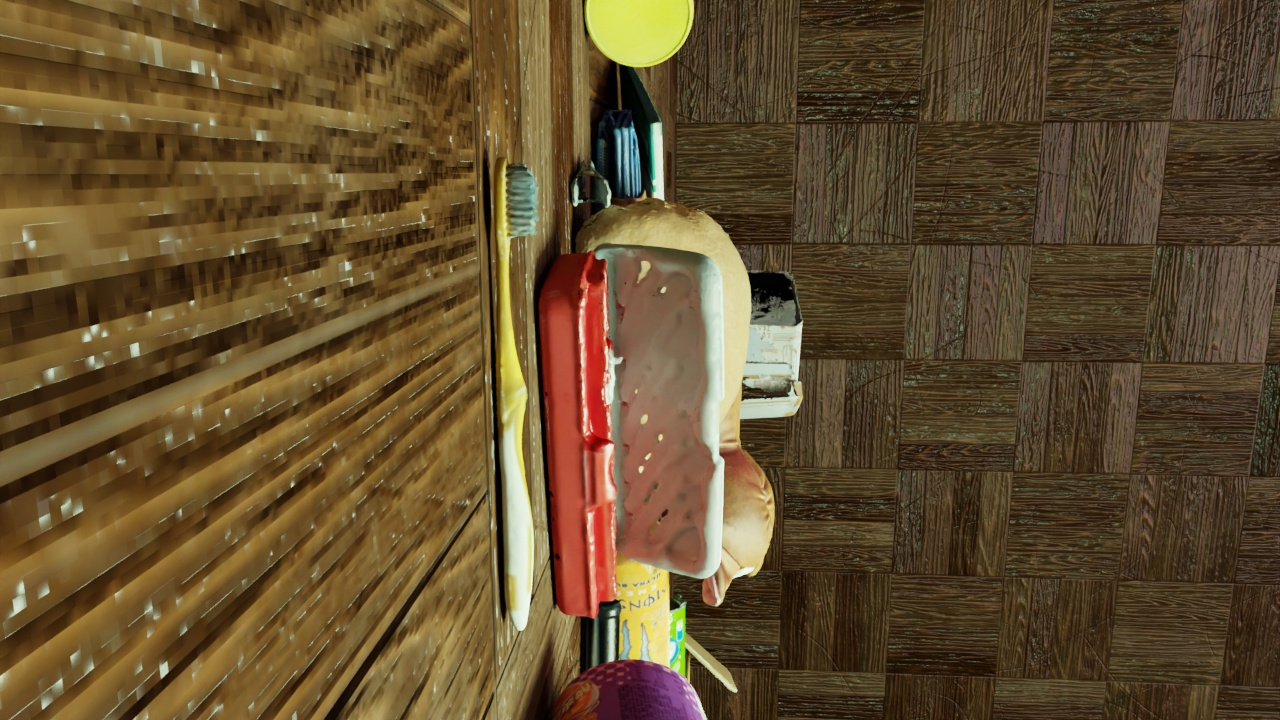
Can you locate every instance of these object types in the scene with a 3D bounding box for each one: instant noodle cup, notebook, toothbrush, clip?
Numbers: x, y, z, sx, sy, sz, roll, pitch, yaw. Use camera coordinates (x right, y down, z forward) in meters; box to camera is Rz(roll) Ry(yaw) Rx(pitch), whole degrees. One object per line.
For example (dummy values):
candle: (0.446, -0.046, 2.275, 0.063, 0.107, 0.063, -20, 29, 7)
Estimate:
instant noodle cup: (-0.005, 0.212, 0.457, 0.099, 0.111, 0.112, -108, -164, -71)
notebook: (0.039, 0.283, 0.951, 0.008, 0.148, 0.208, -48, 168, -9)
toothbrush: (-0.047, 0.019, 0.358, 0.016, 0.018, 0.191, -66, 157, -76)
notebook: (0.000, -0.162, 0.773, 0.208, 0.012, 0.151, -105, -170, -56)
toothbrush: (-0.028, 0.272, 0.632, 0.026, 0.027, 0.212, 0, 90, -45)
clip: (-0.030, -0.110, 0.572, 0.056, 0.028, 0.024, -106, -164, -68)

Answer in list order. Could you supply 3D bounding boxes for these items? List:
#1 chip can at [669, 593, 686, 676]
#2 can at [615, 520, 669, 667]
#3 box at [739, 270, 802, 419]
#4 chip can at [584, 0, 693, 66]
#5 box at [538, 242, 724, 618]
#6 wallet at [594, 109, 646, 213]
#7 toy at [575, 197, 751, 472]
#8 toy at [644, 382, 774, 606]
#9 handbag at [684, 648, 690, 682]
chip can: (0.004, 0.322, 0.797, 0.072, 0.072, 0.236, -28, 118, -85)
can: (-0.007, 0.186, 0.686, 0.058, 0.058, 0.146, -83, 172, -59)
box: (0.073, 0.013, 0.933, 0.150, 0.182, 0.168, -82, 172, -58)
chip can: (0.005, -0.286, 0.679, 0.210, 0.071, 0.071, -84, 174, -54)
box: (0.002, 0.039, 0.506, 0.095, 0.099, 0.202, -82, 172, -66)
wallet: (-0.014, -0.121, 0.703, 0.106, 0.040, 0.133, -91, 179, -68)
toy: (0.012, 0.008, 0.604, 0.083, 0.143, 0.226, 3, -91, 57)
toy: (0.039, 0.083, 0.712, 0.140, 0.131, 0.199, -11, 76, -60)
handbag: (-0.001, 0.389, 0.925, 0.163, 0.063, 0.179, -57, 162, -82)
